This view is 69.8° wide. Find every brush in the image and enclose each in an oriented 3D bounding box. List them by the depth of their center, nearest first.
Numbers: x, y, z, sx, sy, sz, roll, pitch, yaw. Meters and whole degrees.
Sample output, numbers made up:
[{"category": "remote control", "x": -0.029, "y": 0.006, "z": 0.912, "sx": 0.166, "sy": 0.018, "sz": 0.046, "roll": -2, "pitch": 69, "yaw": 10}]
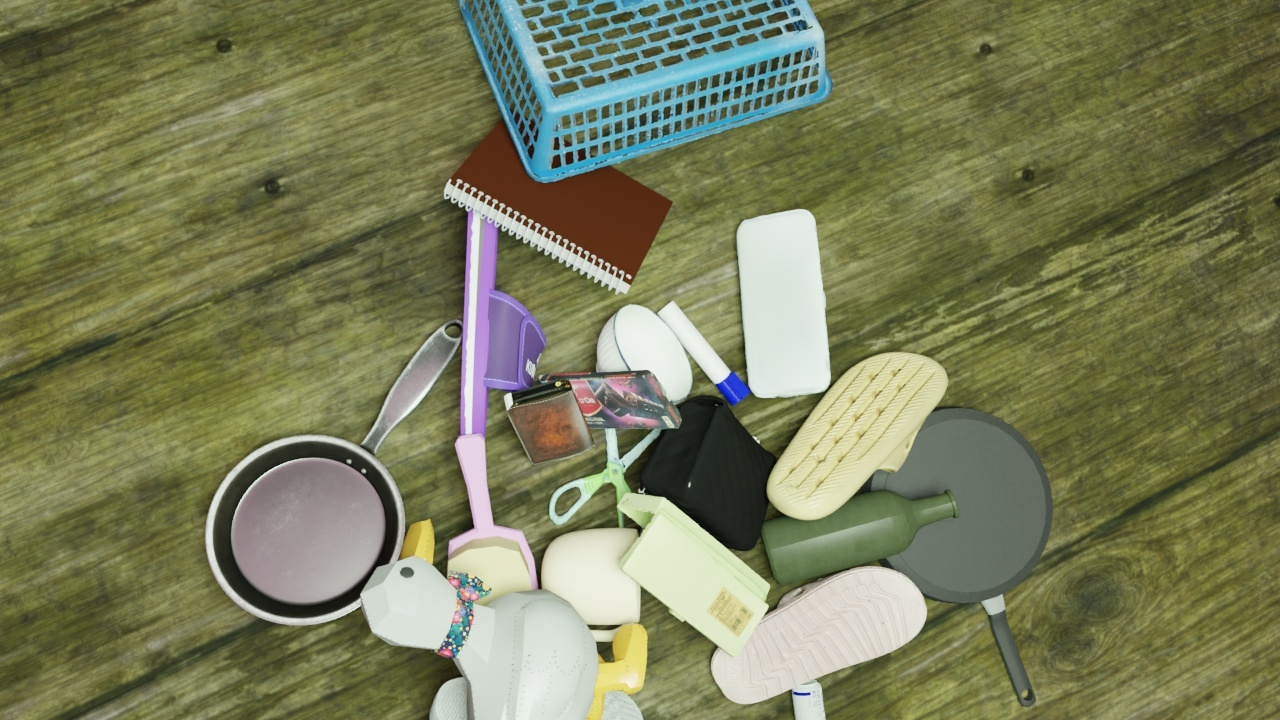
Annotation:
[{"category": "brush", "x": -0.157, "y": 0.186, "z": 0.925, "sx": 0.089, "sy": 0.043, "sz": 0.229, "roll": -7, "pitch": 107, "yaw": -3}]

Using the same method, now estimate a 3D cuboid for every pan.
[{"category": "pan", "x": -0.291, "y": 0.102, "z": 0.952, "sx": 0.187, "sy": 0.055, "sz": 0.356, "roll": 34, "pitch": 69, "yaw": -3}, {"category": "pan", "x": 0.386, "y": 0.226, "z": 1.046, "sx": 0.225, "sy": 0.034, "sz": 0.356, "roll": -19, "pitch": 87, "yaw": -9}]

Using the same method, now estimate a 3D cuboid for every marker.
[{"category": "marker", "x": 0.070, "y": -0.009, "z": 1.025, "sx": 0.023, "sy": 0.027, "sz": 0.133, "roll": -40, "pitch": 91, "yaw": -31}]

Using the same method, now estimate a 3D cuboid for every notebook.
[{"category": "notebook", "x": -0.081, "y": -0.171, "z": 0.975, "sx": 0.209, "sy": 0.022, "sz": 0.171, "roll": 29, "pitch": 45, "yaw": -5}]

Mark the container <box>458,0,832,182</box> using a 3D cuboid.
[{"category": "container", "x": 0.010, "y": -0.363, "z": 0.985, "sx": 0.361, "sy": 0.089, "sz": 0.257, "roll": -19, "pitch": 74, "yaw": -12}]

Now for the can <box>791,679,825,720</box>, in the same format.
[{"category": "can", "x": 0.186, "y": 0.399, "z": 1.000, "sx": 0.032, "sy": 0.032, "sz": 0.095, "roll": -6, "pitch": 86, "yaw": -9}]

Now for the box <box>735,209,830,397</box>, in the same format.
[{"category": "box", "x": 0.157, "y": -0.062, "z": 1.017, "sx": 0.122, "sy": 0.083, "sz": 0.215, "roll": -7, "pitch": 86, "yaw": -12}]

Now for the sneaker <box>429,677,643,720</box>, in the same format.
[{"category": "sneaker", "x": -0.112, "y": 0.378, "z": 0.933, "sx": 0.235, "sy": 0.089, "sz": 0.088, "roll": 13, "pitch": 123, "yaw": -22}]

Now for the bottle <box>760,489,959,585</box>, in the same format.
[{"category": "bottle", "x": 0.235, "y": 0.181, "z": 0.986, "sx": 0.207, "sy": 0.071, "sz": 0.071, "roll": -16, "pitch": 87, "yaw": 5}]

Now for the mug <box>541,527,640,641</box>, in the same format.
[{"category": "mug", "x": -0.052, "y": 0.235, "z": 0.952, "sx": 0.100, "sy": 0.096, "sz": 0.120, "roll": -2, "pitch": 99, "yaw": 2}]

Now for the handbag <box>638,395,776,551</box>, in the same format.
[{"category": "handbag", "x": 0.065, "y": 0.114, "z": 0.968, "sx": 0.153, "sy": 0.115, "sz": 0.125, "roll": 44, "pitch": 63, "yaw": -40}]

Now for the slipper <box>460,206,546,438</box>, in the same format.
[{"category": "slipper", "x": -0.140, "y": -0.040, "z": 0.962, "sx": 0.084, "sy": 0.107, "sz": 0.266, "roll": 2, "pitch": 80, "yaw": -8}]

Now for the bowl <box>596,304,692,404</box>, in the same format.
[{"category": "bowl", "x": -0.006, "y": 0.006, "z": 0.984, "sx": 0.062, "sy": 0.117, "sz": 0.118, "roll": -34, "pitch": 90, "yaw": 32}]

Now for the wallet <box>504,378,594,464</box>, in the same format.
[{"category": "wallet", "x": -0.093, "y": 0.066, "z": 0.946, "sx": 0.072, "sy": 0.123, "sz": 0.019, "roll": -17, "pitch": 56, "yaw": -2}]

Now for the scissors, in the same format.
[{"category": "scissors", "x": -0.035, "y": 0.122, "z": 1.003, "sx": 0.160, "sy": 0.025, "sz": 0.171, "roll": -7, "pitch": 81, "yaw": -3}]

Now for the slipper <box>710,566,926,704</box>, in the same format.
[{"category": "slipper", "x": 0.189, "y": 0.292, "z": 0.997, "sx": 0.239, "sy": 0.064, "sz": 0.094, "roll": -28, "pitch": 87, "yaw": 7}]

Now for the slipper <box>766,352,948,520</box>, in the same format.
[{"category": "slipper", "x": 0.235, "y": 0.090, "z": 1.005, "sx": 0.111, "sy": 0.079, "sz": 0.260, "roll": 26, "pitch": 56, "yaw": 38}]

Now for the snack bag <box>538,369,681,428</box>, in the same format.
[{"category": "snack bag", "x": -0.032, "y": 0.041, "z": 0.942, "sx": 0.074, "sy": 0.155, "sz": 0.018, "roll": 57, "pitch": 50, "yaw": -29}]

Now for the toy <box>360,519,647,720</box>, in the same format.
[{"category": "toy", "x": -0.129, "y": 0.274, "z": 0.840, "sx": 0.267, "sy": 0.141, "sz": 0.246, "roll": 21, "pitch": 39, "yaw": -28}]

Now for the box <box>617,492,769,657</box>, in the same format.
[{"category": "box", "x": 0.046, "y": 0.210, "z": 0.939, "sx": 0.091, "sy": 0.083, "sz": 0.188, "roll": -50, "pitch": 119, "yaw": -10}]
